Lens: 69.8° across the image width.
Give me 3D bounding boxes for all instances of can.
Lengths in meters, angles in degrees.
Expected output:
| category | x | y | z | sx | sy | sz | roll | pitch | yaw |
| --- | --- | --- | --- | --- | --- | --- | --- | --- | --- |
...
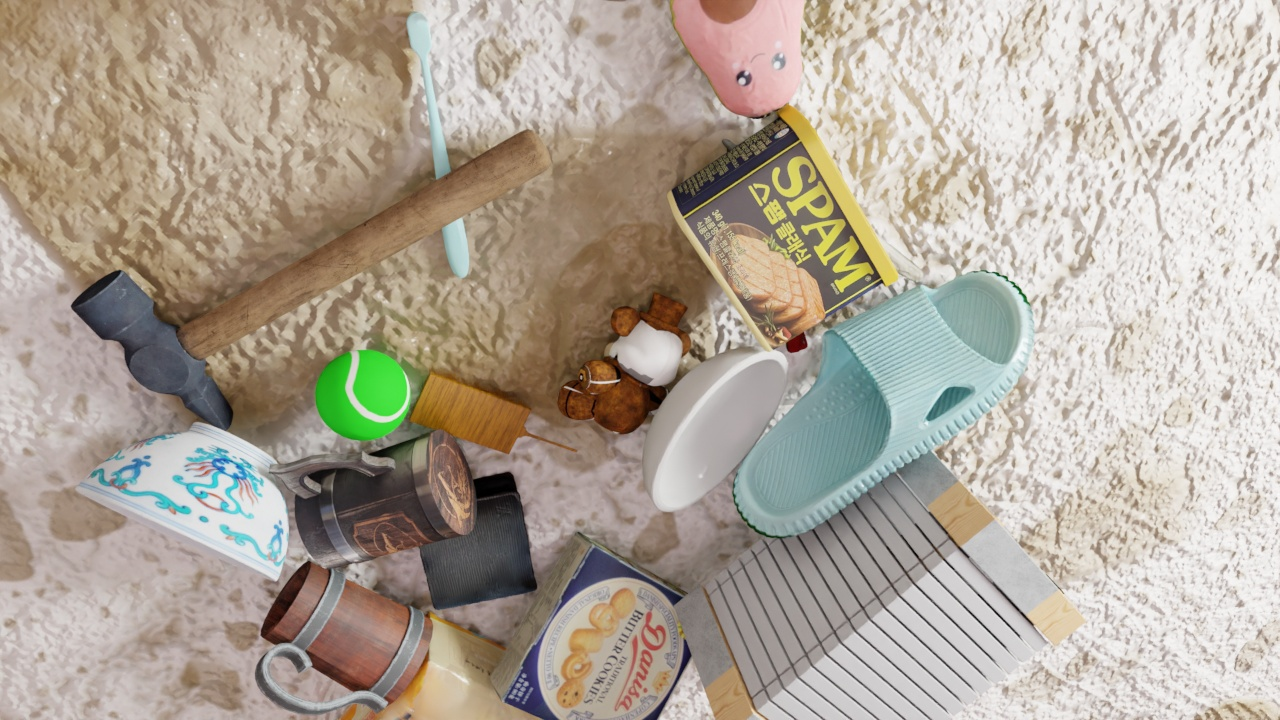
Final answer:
| category | x | y | z | sx | sy | sz | roll | pitch | yaw |
| --- | --- | --- | --- | --- | --- | --- | --- | --- | --- |
| can | 0.097 | -0.089 | 0.639 | 0.104 | 0.075 | 0.135 | -32 | 114 | 11 |

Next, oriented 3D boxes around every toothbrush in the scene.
| category | x | y | z | sx | sy | sz | roll | pitch | yaw |
| --- | --- | --- | --- | --- | --- | --- | --- | --- | --- |
| toothbrush | -0.134 | -0.139 | 0.616 | 0.016 | 0.016 | 0.181 | -9 | 119 | -9 |

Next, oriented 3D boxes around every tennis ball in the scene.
| category | x | y | z | sx | sy | sz | roll | pitch | yaw |
| --- | --- | --- | --- | --- | --- | --- | --- | --- | --- |
| tennis ball | -0.198 | 0.025 | 0.655 | 0.065 | 0.065 | 0.065 | -5 | 117 | -9 |

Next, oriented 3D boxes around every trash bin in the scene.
| category | x | y | z | sx | sy | sz | roll | pitch | yaw |
| --- | --- | --- | --- | --- | --- | --- | --- | --- | --- |
| trash bin | 0.179 | 0.199 | 0.726 | 0.247 | 0.142 | 0.142 | -42 | 117 | 9 |

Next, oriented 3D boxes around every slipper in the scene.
| category | x | y | z | sx | sy | sz | roll | pitch | yaw |
| --- | --- | --- | --- | --- | --- | --- | --- | --- | --- |
| slipper | 0.177 | 0.029 | 0.696 | 0.276 | 0.116 | 0.069 | -40 | 142 | 6 |

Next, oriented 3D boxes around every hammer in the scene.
| category | x | y | z | sx | sy | sz | roll | pitch | yaw |
| --- | --- | --- | --- | --- | --- | --- | --- | --- | --- |
| hammer | -0.204 | -0.065 | 0.618 | 0.322 | 0.040 | 0.129 | -28 | 122 | 6 |

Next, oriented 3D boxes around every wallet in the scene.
| category | x | y | z | sx | sy | sz | roll | pitch | yaw |
| --- | --- | --- | --- | --- | --- | --- | --- | --- | --- |
| wallet | -0.136 | 0.152 | 0.753 | 0.089 | 0.026 | 0.115 | -11 | 118 | -7 |

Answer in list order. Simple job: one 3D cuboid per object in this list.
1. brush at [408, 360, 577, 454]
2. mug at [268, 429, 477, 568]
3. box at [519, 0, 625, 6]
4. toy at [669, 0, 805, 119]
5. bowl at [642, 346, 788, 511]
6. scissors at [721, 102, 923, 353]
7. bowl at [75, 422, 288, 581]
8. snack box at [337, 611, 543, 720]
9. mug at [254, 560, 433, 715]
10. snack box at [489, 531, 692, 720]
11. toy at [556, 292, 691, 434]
| category | x | y | z | sx | sy | sz | roll | pitch | yaw |
| --- | --- | --- | --- | --- | --- | --- | --- | --- | --- |
| brush | -0.111 | 0.046 | 0.709 | 0.126 | 0.017 | 0.048 | 21 | 110 | -20 |
| mug | -0.193 | 0.094 | 0.668 | 0.107 | 0.079 | 0.116 | -17 | 139 | 9 |
| box | -0.050 | -0.262 | 0.476 | 0.080 | 0.180 | 0.144 | -18 | 125 | -4 |
| toy | 0.071 | -0.214 | 0.598 | 0.090 | 0.051 | 0.110 | -24 | 118 | 3 |
| bowl | 0.049 | 0.044 | 0.702 | 0.149 | 0.043 | 0.150 | -36 | 149 | -26 |
| scissors | 0.136 | -0.093 | 0.692 | 0.179 | 0.015 | 0.199 | 3 | 115 | -11 |
| bowl | -0.306 | 0.091 | 0.649 | 0.144 | 0.144 | 0.074 | 35 | 65 | -24 |
| snack box | -0.182 | 0.337 | 0.804 | 0.145 | 0.080 | 0.195 | 34 | 105 | -24 |
| mug | -0.237 | 0.228 | 0.722 | 0.111 | 0.117 | 0.082 | 37 | 122 | -21 |
| snack box | -0.029 | 0.243 | 0.781 | 0.145 | 0.043 | 0.144 | 33 | 82 | -23 |
| toy | -0.004 | 0.004 | 0.689 | 0.087 | 0.067 | 0.112 | 22 | 93 | -39 |
